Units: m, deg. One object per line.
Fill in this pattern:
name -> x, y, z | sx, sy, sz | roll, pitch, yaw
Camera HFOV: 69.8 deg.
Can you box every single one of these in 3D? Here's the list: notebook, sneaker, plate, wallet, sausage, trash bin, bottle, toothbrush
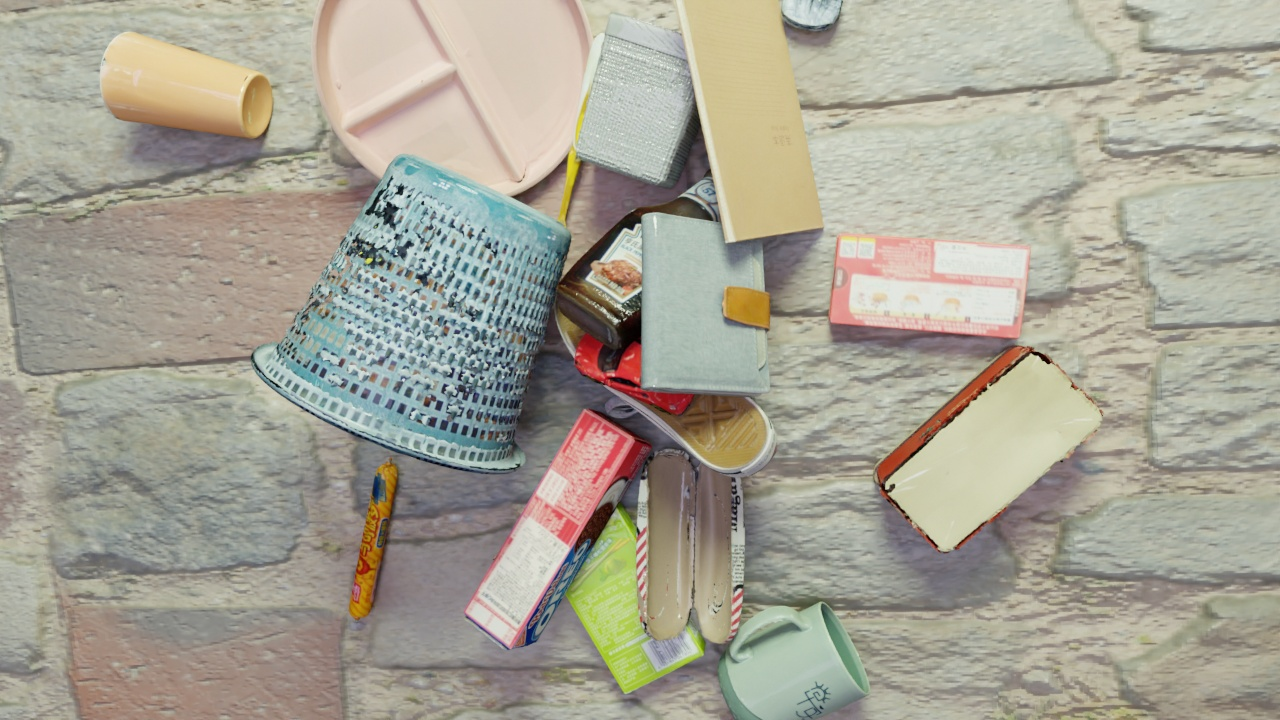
notebook -> 0.086, -0.201, 0.710 | 0.012, 0.149, 0.211 | -9, 95, 39
sneaker -> 0.022, 0.011, 0.769 | 0.118, 0.088, 0.241 | -46, 66, -1
plate -> -0.152, -0.244, 0.761 | 0.229, 0.028, 0.230 | -2, 111, -7
wallet -> 0.051, -0.040, 0.680 | 0.106, 0.037, 0.129 | 4, 80, -24
sausage -> -0.250, 0.169, 0.859 | 0.021, 0.021, 0.165 | 14, 98, 7
trash bin -> -0.158, -0.045, 0.726 | 0.226, 0.226, 0.195 | 25, 94, 6
bottle -> 0.021, -0.094, 0.731 | 0.080, 0.044, 0.194 | 34, 66, 22
toothbrush -> -0.053, -0.178, 0.776 | 0.016, 0.018, 0.192 | 10, 111, -15

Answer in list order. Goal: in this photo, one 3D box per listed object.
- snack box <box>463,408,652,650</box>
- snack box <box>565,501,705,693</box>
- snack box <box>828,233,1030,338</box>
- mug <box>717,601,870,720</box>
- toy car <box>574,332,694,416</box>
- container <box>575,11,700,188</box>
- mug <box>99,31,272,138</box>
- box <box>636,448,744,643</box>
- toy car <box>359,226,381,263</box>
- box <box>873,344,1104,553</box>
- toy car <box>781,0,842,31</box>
snack box -> -0.071, 0.144, 0.785 | 0.058, 0.057, 0.207 | 31, 90, 20
snack box -> -0.017, 0.212, 0.824 | 0.086, 0.026, 0.156 | -31, 91, 11
snack box -> 0.235, -0.062, 0.755 | 0.153, 0.025, 0.075 | 5, 98, 9
mug -> 0.119, 0.254, 0.771 | 0.106, 0.082, 0.112 | -30, 116, 14
toy car -> -0.004, 0.004, 0.714 | 0.106, 0.031, 0.049 | 23, 79, 24
container -> 0.006, -0.206, 0.746 | 0.090, 0.090, 0.114 | 20, 101, 7
mug -> -0.398, -0.239, 0.816 | 0.123, 0.078, 0.078 | 13, 98, 2
box -> 0.048, 0.155, 0.774 | 0.087, 0.075, 0.162 | -6, 79, 40
toy car -> -0.200, -0.106, 0.817 | 0.105, 0.032, 0.048 | -10, 94, 8
box -> 0.277, 0.073, 0.736 | 0.168, 0.078, 0.091 | -45, 87, 11
toy car -> 0.146, -0.321, 0.739 | 0.049, 0.031, 0.105 | 13, 96, 5
